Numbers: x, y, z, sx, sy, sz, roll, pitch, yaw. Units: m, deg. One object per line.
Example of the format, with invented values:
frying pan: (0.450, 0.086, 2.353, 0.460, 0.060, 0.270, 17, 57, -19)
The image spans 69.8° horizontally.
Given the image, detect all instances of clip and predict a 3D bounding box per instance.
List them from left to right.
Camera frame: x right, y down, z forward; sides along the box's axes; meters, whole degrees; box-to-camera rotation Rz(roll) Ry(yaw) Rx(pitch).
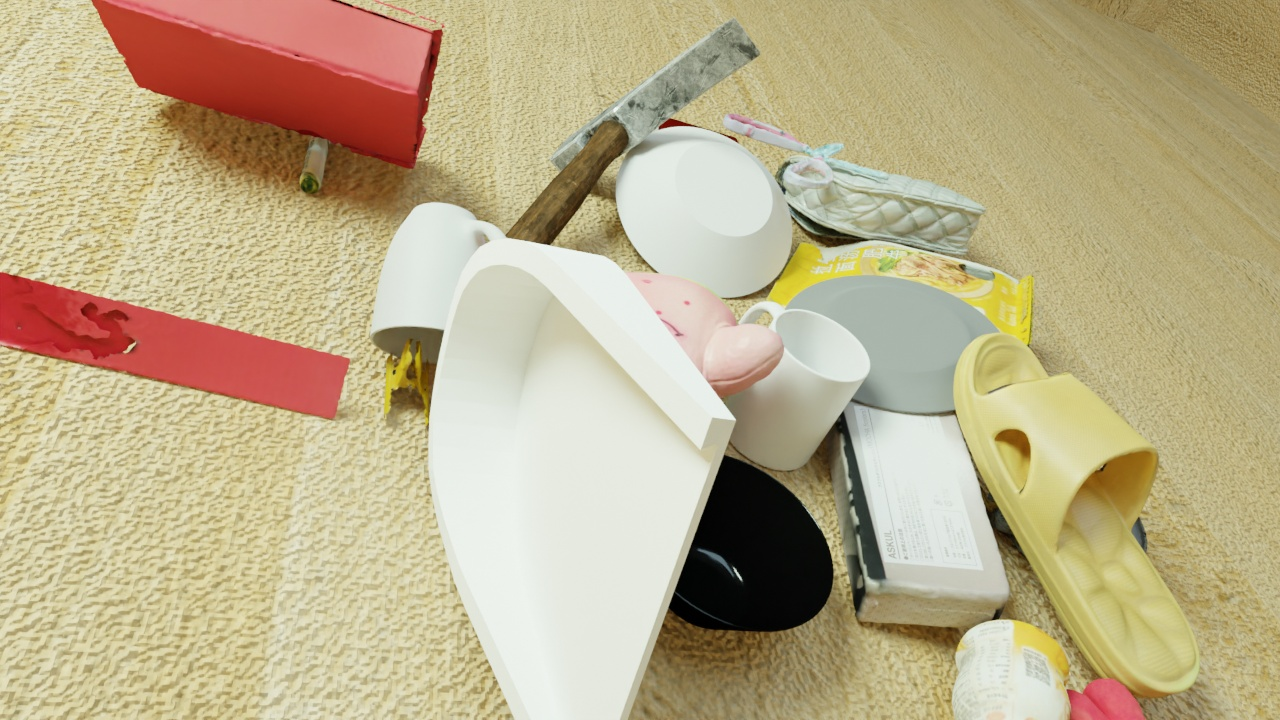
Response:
clip: (-0.144, 0.010, 0.566, 0.048, 0.046, 0.054, -23, 43, 11)

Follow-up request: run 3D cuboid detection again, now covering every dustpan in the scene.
dustpan: (-0.055, 0.046, 0.436, 0.053, 0.192, 0.257, 8, 23, -21)

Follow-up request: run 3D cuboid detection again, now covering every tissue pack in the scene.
tissue pack: (0.186, 0.104, 0.631, 0.104, 0.071, 0.181, 4, 36, -2)

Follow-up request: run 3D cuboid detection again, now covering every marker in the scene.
marker: (-0.261, -0.180, 0.746, 0.017, 0.017, 0.146, 11, 40, -19)

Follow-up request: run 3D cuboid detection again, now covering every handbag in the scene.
handbag: (0.250, -0.161, 0.967, 0.194, 0.073, 0.138, 6, 24, -24)

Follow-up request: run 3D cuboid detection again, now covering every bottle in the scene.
bottle: (0.208, 0.200, 0.517, 0.063, 0.063, 0.108, 29, 37, 5)

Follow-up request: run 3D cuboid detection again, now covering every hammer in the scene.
hammer: (-0.040, -0.135, 0.701, 0.037, 0.218, 0.299, 48, 46, -19)

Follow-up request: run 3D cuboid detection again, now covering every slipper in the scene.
slipper: (0.295, 0.086, 0.609, 0.099, 0.079, 0.263, -5, 63, -27)

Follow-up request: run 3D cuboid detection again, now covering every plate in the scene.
plate: (0.067, -0.142, 0.811, 0.173, 0.036, 0.173, 8, 66, -19)
plate: (0.201, -0.022, 0.726, 0.178, 0.012, 0.178, 1, 39, -1)

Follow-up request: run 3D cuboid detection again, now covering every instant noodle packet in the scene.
instant noodle packet: (0.236, -0.050, 0.839, 0.222, 0.084, 0.162, 20, 34, 11)

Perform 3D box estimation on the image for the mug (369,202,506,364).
mug: (-0.117, -0.054, 0.577, 0.071, 0.107, 0.089, 24, 62, -47)

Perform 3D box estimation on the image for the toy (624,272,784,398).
toy: (-0.004, 0.003, 0.596, 0.192, 0.097, 0.236, 2, 27, 13)

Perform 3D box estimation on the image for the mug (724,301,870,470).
mug: (0.100, 0.009, 0.663, 0.073, 0.091, 0.110, -3, 45, -32)

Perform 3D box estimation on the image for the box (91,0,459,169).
box: (-0.255, -0.296, 0.742, 0.213, 0.148, 0.373, 15, 42, -12)

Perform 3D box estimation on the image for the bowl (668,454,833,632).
bowl: (0.043, 0.116, 0.531, 0.124, 0.053, 0.123, 16, 38, -13)

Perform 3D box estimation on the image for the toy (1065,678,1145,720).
toy: (0.290, 0.247, 0.522, 0.091, 0.045, 0.135, -8, 52, -32)

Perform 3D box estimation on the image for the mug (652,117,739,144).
mug: (0.044, -0.178, 0.876, 0.082, 0.073, 0.105, 12, 48, -18)

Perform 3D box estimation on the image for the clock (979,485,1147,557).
clock: (0.310, 0.114, 0.685, 0.147, 0.056, 0.103, 14, 41, -18)

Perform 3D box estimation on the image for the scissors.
scissors: (0.158, -0.194, 0.874, 0.170, 0.013, 0.175, 20, 31, -3)
